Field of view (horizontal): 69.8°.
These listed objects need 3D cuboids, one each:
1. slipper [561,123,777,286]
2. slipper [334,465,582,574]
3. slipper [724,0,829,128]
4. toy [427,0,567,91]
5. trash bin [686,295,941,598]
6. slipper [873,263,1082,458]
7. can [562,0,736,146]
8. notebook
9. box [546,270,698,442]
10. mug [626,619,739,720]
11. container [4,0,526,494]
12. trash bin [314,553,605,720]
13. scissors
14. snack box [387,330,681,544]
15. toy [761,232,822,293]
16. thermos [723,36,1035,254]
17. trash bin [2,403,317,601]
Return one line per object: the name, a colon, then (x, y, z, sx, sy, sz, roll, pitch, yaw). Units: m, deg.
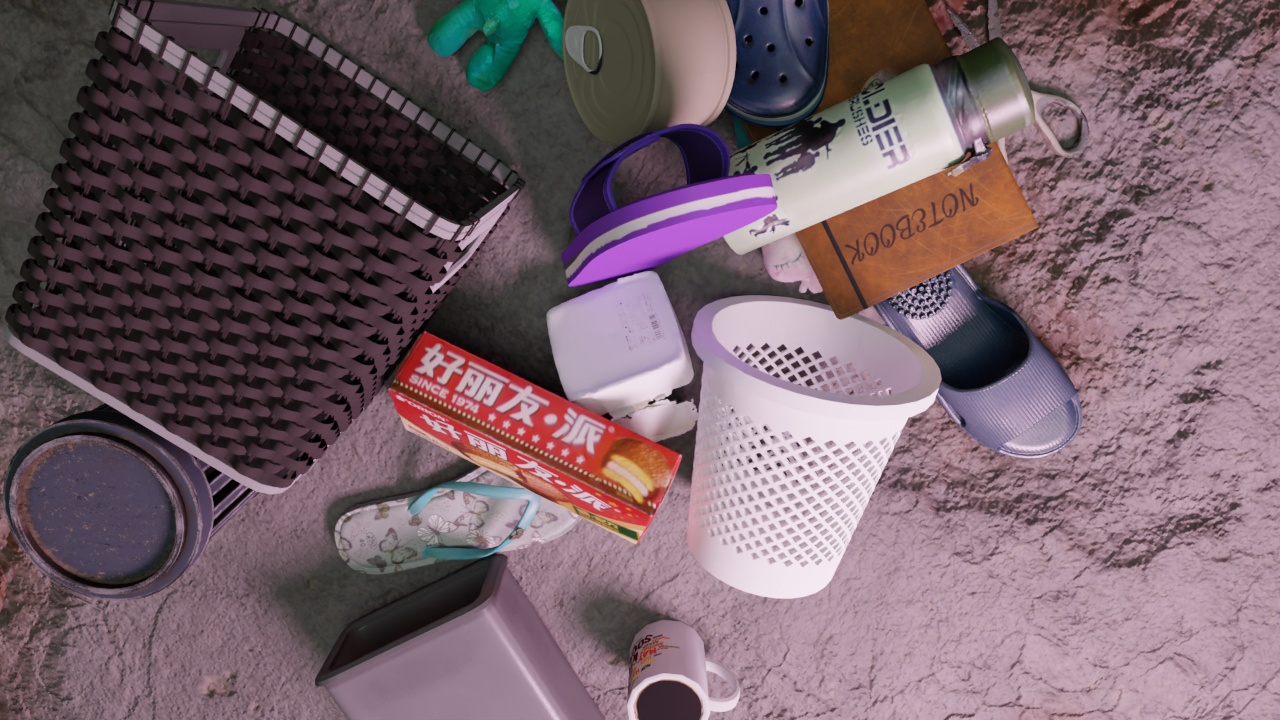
slipper: (-0.001, -0.119, 0.672, 0.107, 0.267, 0.084, -13, 90, -18)
slipper: (-0.160, 0.150, 0.851, 0.269, 0.054, 0.098, -19, 107, 8)
slipper: (0.087, -0.303, 0.677, 0.105, 0.095, 0.253, 1, 93, 14)
toy: (-0.086, -0.296, 0.716, 0.130, 0.072, 0.194, 43, 111, -15)
trash bin: (0.122, 0.076, 0.764, 0.195, 0.195, 0.200, 10, 115, -1)
slipper: (0.283, -0.006, 0.780, 0.101, 0.082, 0.263, -42, 100, 14)
can: (0.005, -0.231, 0.690, 0.073, 0.128, 0.128, -18, 108, -30)
notebook: (0.168, -0.174, 0.719, 0.179, 0.014, 0.249, -27, 86, 23)
box: (-0.002, 0.016, 0.805, 0.108, 0.137, 0.128, -22, 64, 8)
mug: (0.041, 0.304, 0.869, 0.105, 0.089, 0.073, 6, 106, 0)
container: (-0.270, -0.088, 0.690, 0.245, 0.247, 0.244, 33, 107, -8)
trash bin: (-0.162, 0.328, 0.879, 0.192, 0.097, 0.220, -27, 105, 9)
scissors: (0.305, -0.216, 0.755, 0.162, 0.012, 0.158, 14, 104, -2)
snack box: (-0.088, 0.068, 0.772, 0.236, 0.113, 0.060, 26, 67, 3)
toy: (0.123, -0.103, 0.775, 0.110, 0.047, 0.063, 38, 92, -4)
thermos: (0.165, -0.152, 0.672, 0.232, 0.082, 0.082, -21, 105, 22)
trash bin: (-0.375, 0.078, 0.744, 0.164, 0.227, 0.164, 0, 106, 1)
